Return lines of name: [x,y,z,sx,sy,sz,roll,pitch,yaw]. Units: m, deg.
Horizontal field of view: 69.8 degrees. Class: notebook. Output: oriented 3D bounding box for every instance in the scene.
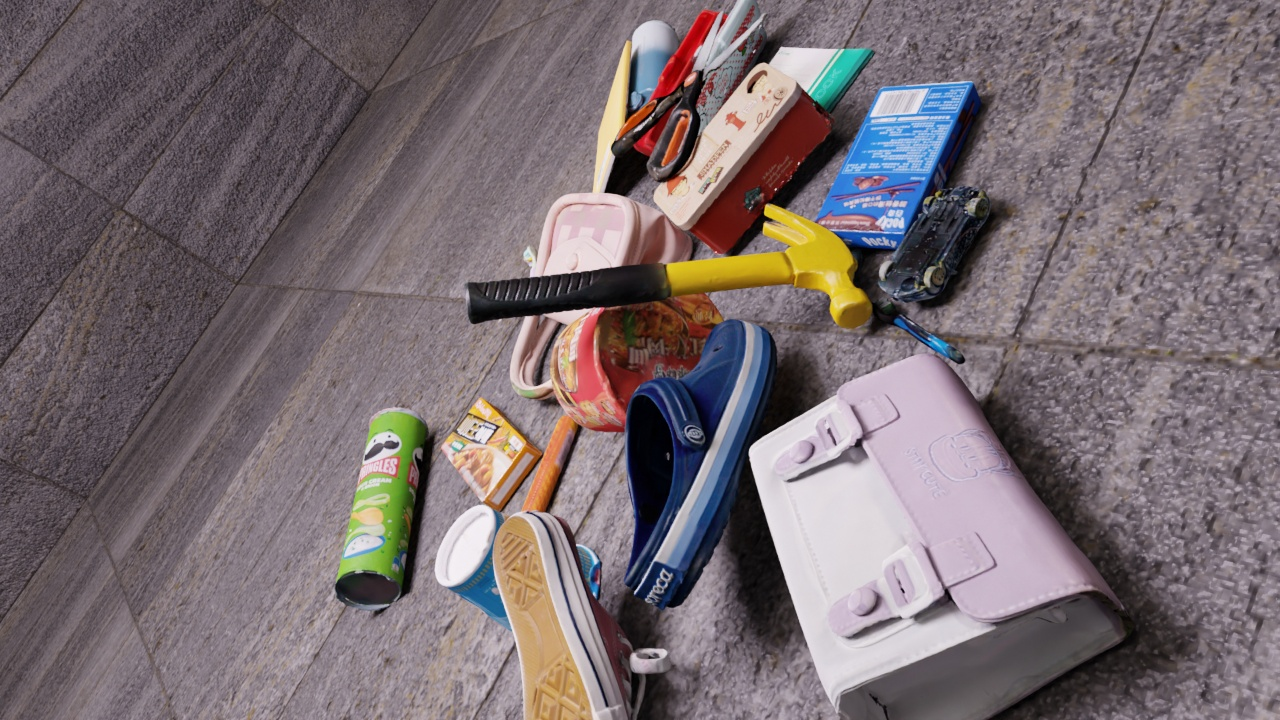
notebook: [0.134,-0.243,0.962,0.209,0.012,0.150,-54,33,-3]
notebook: [-0.038,-0.289,1.155,0.205,0.010,0.146,-88,15,-44]

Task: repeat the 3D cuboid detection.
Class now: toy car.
toy car: [0.217,-0.083,0.675,0.105,0.031,0.049,-54,32,-11]

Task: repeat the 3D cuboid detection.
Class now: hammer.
hammer: [0.018,-0.061,0.705,0.300,0.033,0.128,-7,45,-7]

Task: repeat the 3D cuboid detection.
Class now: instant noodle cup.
instant noodle cup: [-0.105,0.173,0.755,0.099,0.110,0.099,-33,35,28]
instant noodle cup: [-0.005,0.005,0.787,0.109,0.138,0.137,-18,45,56]

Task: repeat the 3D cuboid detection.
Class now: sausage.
sausage: [-0.093,0.120,0.876,0.022,0.021,0.164,-11,50,47]

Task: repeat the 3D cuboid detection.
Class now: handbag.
handbag: [-0.065,-0.062,0.980,0.193,0.093,0.234,21,83,58]
handbag: [0.153,0.097,0.522,0.145,0.098,0.196,-33,34,14]

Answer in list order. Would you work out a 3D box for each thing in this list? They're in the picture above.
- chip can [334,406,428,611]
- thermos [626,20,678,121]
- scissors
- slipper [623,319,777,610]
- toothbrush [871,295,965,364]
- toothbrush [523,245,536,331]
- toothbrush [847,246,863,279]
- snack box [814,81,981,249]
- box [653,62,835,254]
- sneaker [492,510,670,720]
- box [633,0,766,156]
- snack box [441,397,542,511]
chip can: [-0.289,0.162,1.039,0.072,0.072,0.235,-34,36,26]
thermos: [0.016,-0.353,1.166,0.070,0.070,0.220,-31,37,30]
scissors: [0.042,-0.269,0.941,0.234,0.021,0.220,-31,38,41]
slipper: [0.028,0.062,0.657,0.105,0.095,0.252,-61,3,43]
toothbrush: [0.183,-0.023,0.615,0.016,0.014,0.189,-32,11,6]
toothbrush: [-0.136,-0.077,1.132,0.020,0.029,0.189,-4,43,-2]
toothbrush: [0.194,-0.143,0.781,0.017,0.016,0.187,-4,55,40]
snack box: [0.209,-0.160,0.749,0.085,0.026,0.157,11,65,43]
box: [0.101,-0.188,0.880,0.168,0.077,0.091,-49,35,13]
sneaker: [-0.035,0.217,0.649,0.119,0.087,0.240,-44,52,35]
box: [0.071,-0.323,1.033,0.201,0.095,0.100,-62,-5,-15]
snack box: [-0.162,0.097,0.983,0.075,0.026,0.154,-53,32,-3]
